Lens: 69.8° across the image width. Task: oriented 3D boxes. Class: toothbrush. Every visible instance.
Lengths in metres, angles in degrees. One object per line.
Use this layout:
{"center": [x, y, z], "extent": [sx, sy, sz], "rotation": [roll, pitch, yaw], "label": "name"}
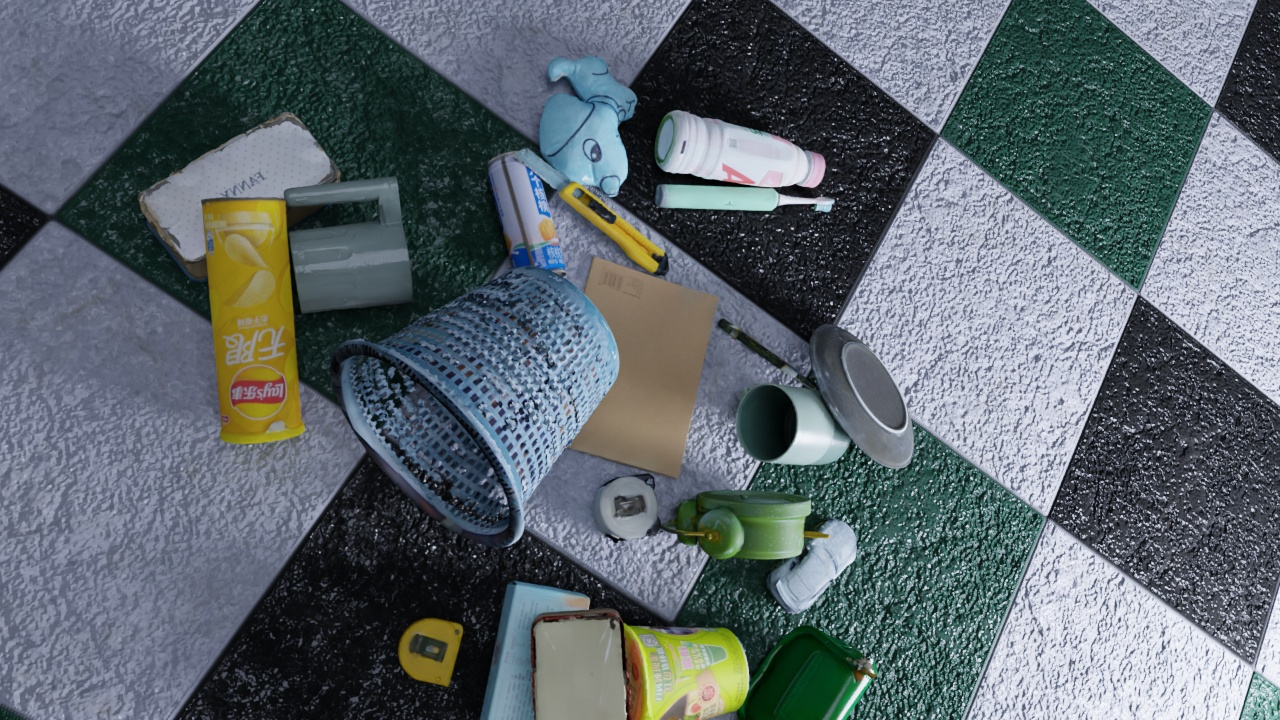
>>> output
{"center": [0.164, 0.007, 1.035], "extent": [0.186, 0.017, 0.012], "rotation": [34, 77, -9], "label": "toothbrush"}
{"center": [0.124, -0.187, 1.059], "extent": [0.224, 0.027, 0.026], "rotation": [-2, 39, -19], "label": "toothbrush"}

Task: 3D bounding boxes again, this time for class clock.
{"center": [0.098, 0.165, 0.929], "extent": [0.161, 0.116, 0.056], "rotation": [2, 88, -21], "label": "clock"}

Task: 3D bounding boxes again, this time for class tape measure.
{"center": [-0.196, 0.269, 0.852], "extent": [0.057, 0.029, 0.060], "rotation": [18, 73, -14], "label": "tape measure"}
{"center": [-0.015, 0.151, 0.936], "extent": [0.066, 0.034, 0.065], "rotation": [-7, 79, -20], "label": "tape measure"}

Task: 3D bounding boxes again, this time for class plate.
{"center": [0.250, 0.033, 1.005], "extent": [0.179, 0.024, 0.179], "rotation": [29, 42, -30], "label": "plate"}

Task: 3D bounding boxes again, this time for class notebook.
{"center": [-0.006, 0.006, 0.982], "extent": [0.149, 0.012, 0.211], "rotation": [17, 73, -13], "label": "notebook"}

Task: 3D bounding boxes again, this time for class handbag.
{"center": [0.167, 0.335, 0.911], "extent": [0.068, 0.120, 0.131], "rotation": [45, 67, -11], "label": "handbag"}

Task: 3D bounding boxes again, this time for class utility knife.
{"center": [-0.047, -0.156, 0.973], "extent": [0.215, 0.015, 0.033], "rotation": [36, 59, -25], "label": "utility knife"}

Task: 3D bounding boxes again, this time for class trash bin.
{"center": [-0.132, 0.024, 0.844], "extent": [0.226, 0.227, 0.194], "rotation": [49, 56, -3], "label": "trash bin"}

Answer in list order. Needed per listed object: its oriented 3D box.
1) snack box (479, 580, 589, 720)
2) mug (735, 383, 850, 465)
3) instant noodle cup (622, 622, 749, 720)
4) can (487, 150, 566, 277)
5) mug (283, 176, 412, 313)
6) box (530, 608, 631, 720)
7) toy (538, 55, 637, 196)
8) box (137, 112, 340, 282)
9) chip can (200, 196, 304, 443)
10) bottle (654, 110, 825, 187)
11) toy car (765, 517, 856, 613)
{"center": [-0.103, 0.301, 0.864], "extent": [0.074, 0.052, 0.174], "rotation": [14, 74, -14], "label": "snack box"}
{"center": [0.159, 0.063, 0.984], "extent": [0.106, 0.112, 0.082], "rotation": [7, 113, -42], "label": "mug"}
{"center": [0.035, 0.304, 0.885], "extent": [0.123, 0.112, 0.111], "rotation": [2, 78, -26], "label": "instant noodle cup"}
{"center": [-0.119, -0.146, 0.954], "extent": [0.053, 0.053, 0.134], "rotation": [-14, 83, -21], "label": "can"}
{"center": [-0.276, -0.108, 0.867], "extent": [0.103, 0.083, 0.124], "rotation": [-9, 115, -18], "label": "mug"}
{"center": [-0.054, 0.307, 0.800], "extent": [0.091, 0.077, 0.168], "rotation": [-3, 79, -4], "label": "box"}
{"center": [-0.060, -0.256, 1.000], "extent": [0.156, 0.050, 0.161], "rotation": [-42, 92, -26], "label": "toy"}
{"center": [-0.380, -0.151, 0.866], "extent": [0.184, 0.061, 0.090], "rotation": [-36, 91, -20], "label": "box"}
{"center": [-0.343, -0.036, 0.813], "extent": [0.072, 0.072, 0.213], "rotation": [-5, 98, -19], "label": "chip can"}
{"center": [0.117, -0.233, 1.047], "extent": [0.196, 0.068, 0.068], "rotation": [7, 76, -21], "label": "bottle"}
{"center": [0.188, 0.220, 0.988], "extent": [0.120, 0.037, 0.054], "rotation": [-38, 92, -25], "label": "toy car"}
